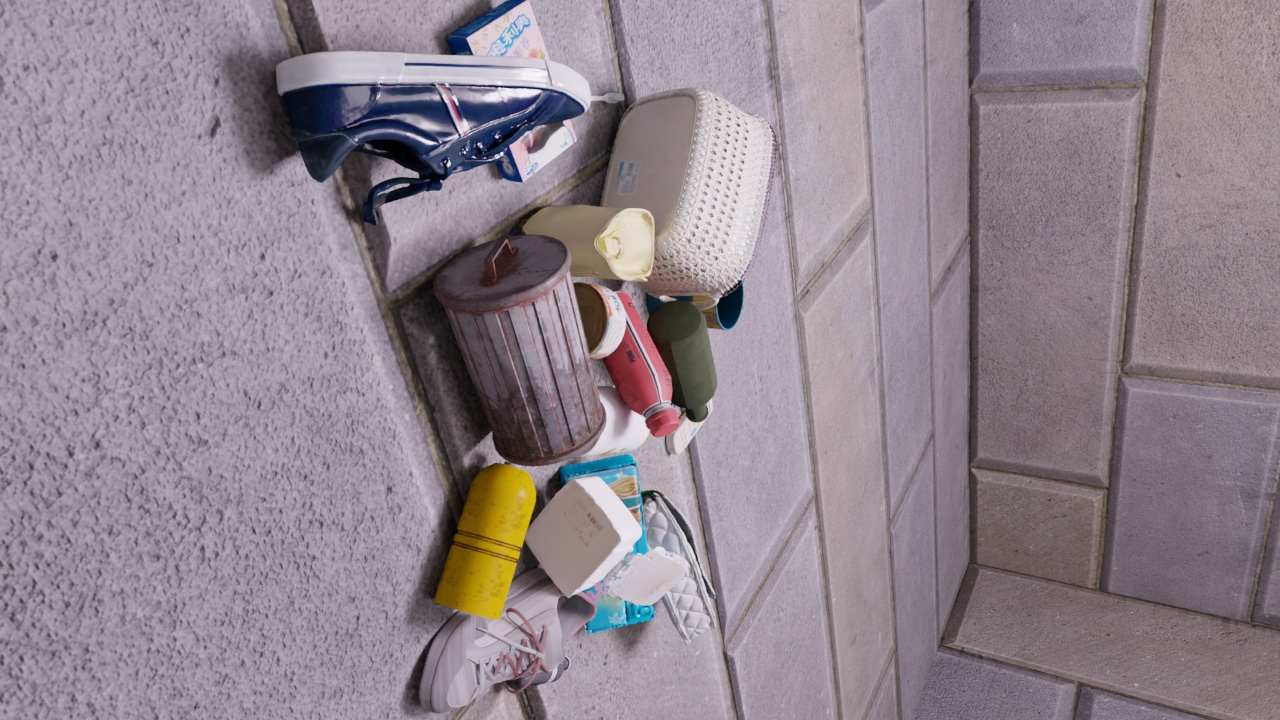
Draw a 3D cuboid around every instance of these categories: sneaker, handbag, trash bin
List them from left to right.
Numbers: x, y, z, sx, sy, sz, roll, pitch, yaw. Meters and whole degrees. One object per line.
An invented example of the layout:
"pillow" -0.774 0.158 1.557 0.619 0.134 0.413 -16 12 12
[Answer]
"sneaker" -0.158 -0.190 0.784 0.293 0.121 0.127 -17 103 -43
"sneaker" -0.130 0.302 0.981 0.235 0.090 0.099 -29 121 -53
"trash bin" -0.114 -0.016 0.900 0.130 0.131 0.211 -49 138 -43
"handbag" -0.060 -0.124 0.978 0.111 0.119 0.081 -20 114 -61
"handbag" 0.049 0.280 1.247 0.072 0.138 0.195 -24 130 -6

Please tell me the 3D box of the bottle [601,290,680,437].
"bottle" -0.006 0.006 1.056 0.062 0.062 0.176 18 41 -59

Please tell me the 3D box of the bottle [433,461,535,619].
"bottle" -0.152 0.174 0.937 0.071 0.071 0.163 37 65 -56

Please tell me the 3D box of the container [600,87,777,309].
"container" 0.049 -0.201 1.094 0.143 0.185 0.251 23 75 -46

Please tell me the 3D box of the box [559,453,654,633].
"box" -0.038 0.227 1.122 0.039 0.094 0.227 -120 -158 -66

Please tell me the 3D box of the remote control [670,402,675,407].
"remote control" 0.047 0.039 1.291 0.146 0.015 0.033 -59 142 -34

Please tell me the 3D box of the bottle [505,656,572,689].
"bottle" -0.116 0.358 1.069 0.109 0.036 0.036 19 80 -59

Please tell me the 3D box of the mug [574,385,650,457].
"mug" -0.048 0.070 1.075 0.106 0.083 0.082 3 94 -58

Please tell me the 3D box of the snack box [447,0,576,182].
"snack box" -0.123 -0.265 0.907 0.087 0.033 0.154 -46 134 -30

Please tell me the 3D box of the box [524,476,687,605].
"box" -0.035 0.219 1.034 0.112 0.189 0.101 -48 179 21

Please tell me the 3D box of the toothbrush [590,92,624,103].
"toothbrush" -0.073 -0.291 1.015 0.186 0.017 0.012 -25 108 -55

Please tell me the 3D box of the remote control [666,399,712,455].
"remote control" 0.074 0.091 1.347 0.125 0.018 0.038 -48 135 -45

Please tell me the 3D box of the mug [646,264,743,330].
"mug" 0.065 -0.091 1.205 0.113 0.107 0.083 31 72 -57

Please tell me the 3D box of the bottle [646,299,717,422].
"bottle" 0.059 0.012 1.160 0.207 0.071 0.071 73 37 -53

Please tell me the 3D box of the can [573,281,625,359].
"can" -0.062 -0.043 1.022 0.043 0.086 0.086 3 94 -59
